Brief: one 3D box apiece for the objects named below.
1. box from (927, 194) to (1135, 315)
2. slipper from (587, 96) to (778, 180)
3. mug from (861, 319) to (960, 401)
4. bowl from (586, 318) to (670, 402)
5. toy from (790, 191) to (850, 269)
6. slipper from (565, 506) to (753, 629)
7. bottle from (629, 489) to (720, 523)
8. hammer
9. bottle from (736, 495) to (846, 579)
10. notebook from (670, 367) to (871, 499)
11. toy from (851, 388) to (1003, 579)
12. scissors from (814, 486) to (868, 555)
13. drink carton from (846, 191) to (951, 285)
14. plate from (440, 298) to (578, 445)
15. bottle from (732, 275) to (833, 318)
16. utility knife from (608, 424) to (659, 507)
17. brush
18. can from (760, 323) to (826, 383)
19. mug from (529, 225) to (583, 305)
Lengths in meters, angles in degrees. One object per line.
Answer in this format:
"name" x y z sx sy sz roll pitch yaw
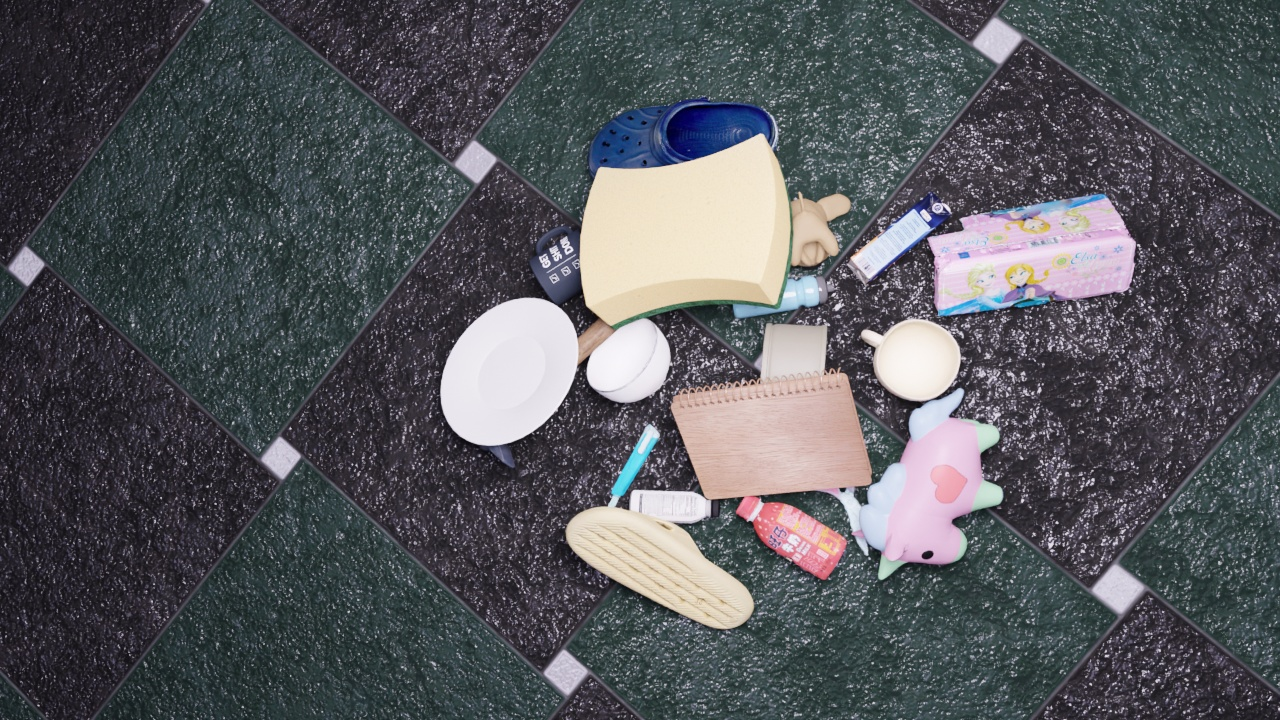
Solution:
"box" 0.479 -0.131 1.149 0.230 0.105 0.086 -8 130 8
"slipper" 0.049 -0.289 1.183 0.253 0.095 0.105 -5 86 11
"mug" 0.326 -0.005 1.130 0.120 0.099 0.096 29 94 10
"bowl" -0.007 0.007 1.186 0.114 0.063 0.113 -26 43 27
"toy" 0.208 -0.163 1.157 0.134 0.108 0.106 -14 102 7
"slipper" 0.033 0.248 1.167 0.261 0.079 0.112 33 130 -9
"bottle" 0.046 0.190 1.193 0.116 0.041 0.041 1 87 8
"hammer" -0.093 0.001 1.191 0.322 0.040 0.129 -42 49 4
"bottle" 0.187 0.216 1.161 0.137 0.062 0.062 31 92 10
"notebook" 0.157 0.091 1.104 0.211 0.022 0.169 -9 123 21
"toy" 0.345 0.149 1.111 0.171 0.120 0.222 -6 95 -8
"scissors" 0.276 0.163 1.174 0.105 0.016 0.179 -37 83 5
"drink carton" 0.325 -0.153 1.155 0.130 0.064 0.040 -40 85 5
"plate" -0.170 0.014 1.194 0.209 0.015 0.208 -13 60 23
"bottle" 0.184 -0.083 1.185 0.130 0.040 0.040 -9 86 8
"utility knife" -0.013 0.142 1.218 0.022 0.015 0.124 33 95 21
"brush" 0.054 -0.152 1.116 0.251 0.075 0.194 -6 67 24
"can" 0.189 0.018 1.136 0.073 0.127 0.127 4 88 10
"mug" -0.102 -0.135 1.221 0.077 0.071 0.105 -32 57 5
